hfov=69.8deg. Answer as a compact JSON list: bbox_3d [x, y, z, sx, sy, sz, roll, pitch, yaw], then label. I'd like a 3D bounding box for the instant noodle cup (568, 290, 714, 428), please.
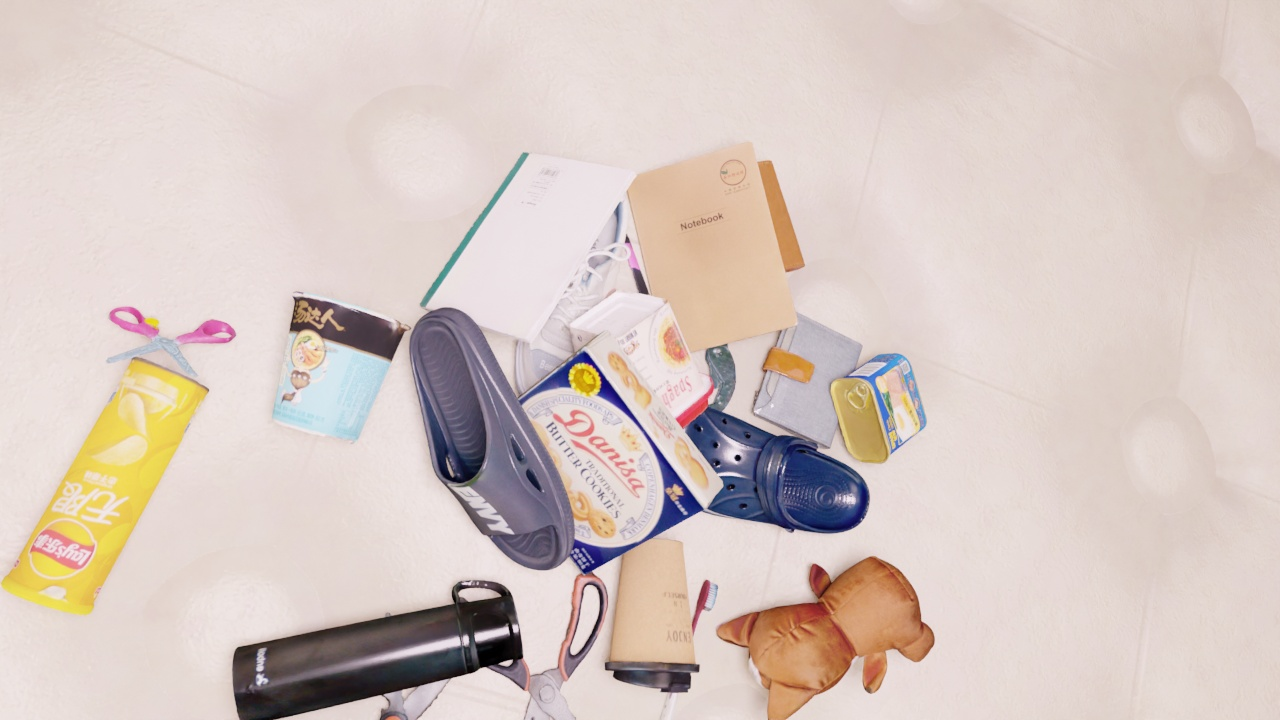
[{"bbox_3d":[-0.005,0.005,0.906,0.116,0.117,0.124,-37,124,-31],"label":"instant noodle cup"}]

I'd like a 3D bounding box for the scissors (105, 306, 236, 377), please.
[{"bbox_3d":[-0.418,-0.018,0.818,0.134,0.133,0.017,-7,123,-49],"label":"scissors"}]

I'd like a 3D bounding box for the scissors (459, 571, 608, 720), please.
[{"bbox_3d":[-0.091,0.305,0.899,0.188,0.015,0.223,-34,92,-20],"label":"scissors"}]

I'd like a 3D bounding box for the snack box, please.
[{"bbox_3d":[-0.044,0.092,0.867,0.178,0.183,0.045,53,36,-1],"label":"snack box"}]

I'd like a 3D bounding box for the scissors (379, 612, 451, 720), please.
[{"bbox_3d":[-0.232,0.357,0.836,0.220,0.022,0.232,-26,79,-16],"label":"scissors"}]

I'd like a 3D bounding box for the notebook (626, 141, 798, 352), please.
[{"bbox_3d":[0.074,-0.119,0.994,0.148,0.008,0.207,-14,84,11],"label":"notebook"}]

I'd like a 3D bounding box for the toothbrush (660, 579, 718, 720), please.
[{"bbox_3d":[0.045,0.318,0.940,0.017,0.016,0.187,26,73,-22],"label":"toothbrush"}]

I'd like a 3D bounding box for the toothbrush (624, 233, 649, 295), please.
[{"bbox_3d":[0.013,-0.052,0.991,0.014,0.018,0.189,-12,80,-34],"label":"toothbrush"}]

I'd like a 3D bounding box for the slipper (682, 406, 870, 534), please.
[{"bbox_3d":[0.136,0.124,0.962,0.252,0.095,0.105,22,77,-17],"label":"slipper"}]

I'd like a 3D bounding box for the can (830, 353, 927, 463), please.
[{"bbox_3d":[0.267,0.051,1.021,0.083,0.057,0.102,-27,105,-36],"label":"can"}]

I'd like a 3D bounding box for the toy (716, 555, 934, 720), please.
[{"bbox_3d":[0.192,0.286,0.949,0.199,0.140,0.131,-21,128,-19],"label":"toy"}]

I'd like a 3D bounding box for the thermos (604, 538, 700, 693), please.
[{"bbox_3d":[0.013,0.251,0.906,0.093,0.093,0.143,8,71,-16],"label":"thermos"}]

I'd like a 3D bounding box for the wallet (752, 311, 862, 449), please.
[{"bbox_3d":[0.187,0.019,1.028,0.106,0.037,0.129,26,73,-13],"label":"wallet"}]

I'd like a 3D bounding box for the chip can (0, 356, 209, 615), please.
[{"bbox_3d":[-0.456,0.105,0.789,0.072,0.072,0.213,25,73,-12],"label":"chip can"}]

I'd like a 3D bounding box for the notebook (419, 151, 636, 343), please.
[{"bbox_3d":[-0.114,-0.121,0.918,0.150,0.012,0.208,18,68,32],"label":"notebook"}]

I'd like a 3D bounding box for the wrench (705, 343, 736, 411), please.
[{"bbox_3d":[0.074,-0.073,1.020,0.056,0.016,0.273,1,81,-18],"label":"wrench"}]

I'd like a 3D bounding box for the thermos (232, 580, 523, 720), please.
[{"bbox_3d":[-0.233,0.258,0.830,0.242,0.069,0.090,-9,39,-15],"label":"thermos"}]

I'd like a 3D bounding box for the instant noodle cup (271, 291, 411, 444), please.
[{"bbox_3d":[-0.283,0.010,0.847,0.111,0.111,0.120,17,83,-14],"label":"instant noodle cup"}]

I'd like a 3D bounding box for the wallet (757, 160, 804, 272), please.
[{"bbox_3d":[0.125,-0.158,1.037,0.107,0.031,0.131,-15,85,-31],"label":"wallet"}]

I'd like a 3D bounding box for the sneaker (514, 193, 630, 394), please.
[{"bbox_3d":[-0.060,-0.068,0.936,0.089,0.091,0.242,19,76,-13],"label":"sneaker"}]

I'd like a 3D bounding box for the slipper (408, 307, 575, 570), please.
[{"bbox_3d":[-0.157,0.084,0.851,0.083,0.111,0.268,-29,97,-52],"label":"slipper"}]
